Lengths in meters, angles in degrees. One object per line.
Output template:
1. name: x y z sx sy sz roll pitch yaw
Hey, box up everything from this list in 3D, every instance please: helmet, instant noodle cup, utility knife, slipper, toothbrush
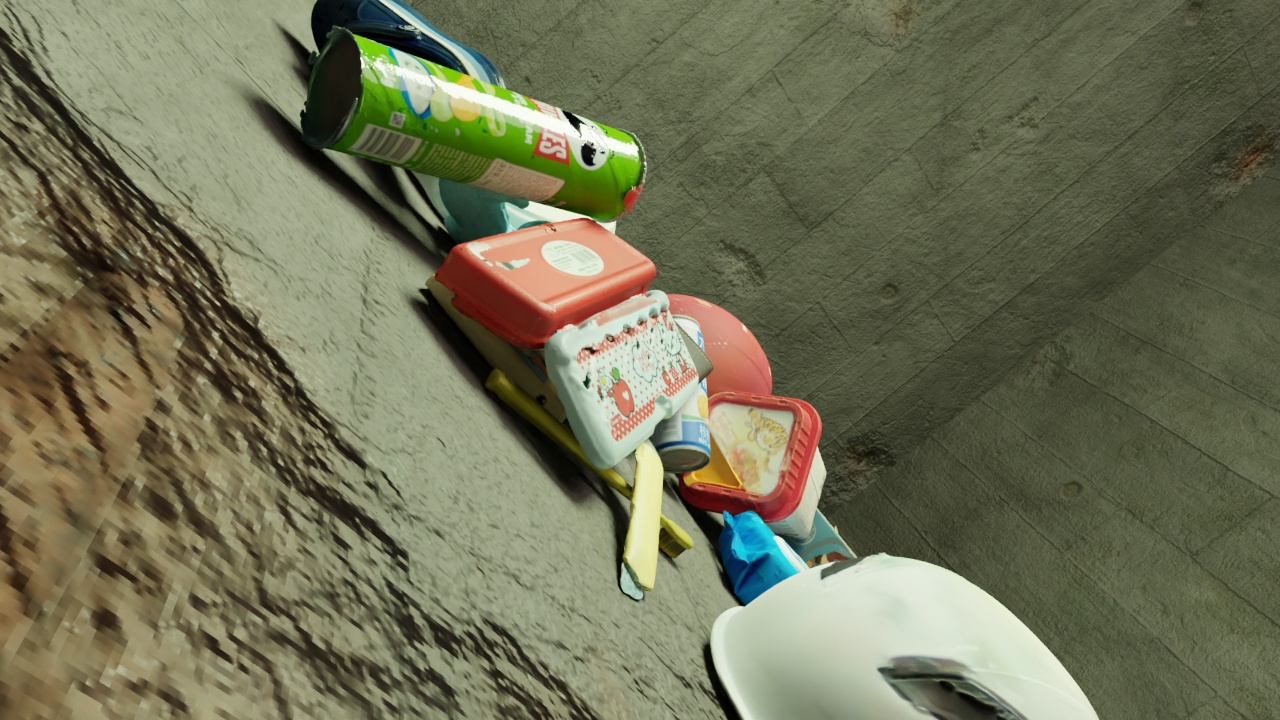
1. helmet: 0.168 0.203 0.517 0.258 0.146 0.229 48 5 -27
2. instant noodle cup: 0.112 0.103 0.843 0.116 0.116 0.124 7 -26 31
3. utility knife: 0.003 0.086 0.525 0.031 0.018 0.167 52 11 -15
4. slipper: -0.198 -0.216 0.718 0.095 0.105 0.253 -16 41 -40
5. toothbrush: -0.027 0.067 0.547 0.190 0.016 0.015 46 8 -34
6. helmet: 0.062 0.002 1.085 0.240 0.144 0.207 49 -3 47

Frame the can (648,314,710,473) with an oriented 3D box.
1. can: 0.032 0.028 0.812 0.053 0.053 0.134 44 38 -52

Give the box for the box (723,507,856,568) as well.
1. box: 0.158 0.193 0.885 0.184 0.090 0.062 51 4 37

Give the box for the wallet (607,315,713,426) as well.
1. wallet: -0.004 0.004 0.755 0.096 0.122 0.020 47 -39 2

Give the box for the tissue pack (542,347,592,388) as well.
1. tissue pack: -0.050 -0.004 0.664 0.133 0.050 0.093 50 6 -1

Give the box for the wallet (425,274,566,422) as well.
1. wallet: -0.083 -0.010 0.574 0.115 0.024 0.087 49 10 -3

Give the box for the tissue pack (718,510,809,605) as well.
1. tissue pack: 0.122 0.192 0.744 0.157 0.052 0.095 49 5 -14

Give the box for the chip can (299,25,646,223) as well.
1. chip can: -0.100 -0.146 0.605 0.235 0.072 0.072 6 39 -47

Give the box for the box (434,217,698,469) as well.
1. box: -0.028 -0.024 0.581 0.161 0.059 0.200 50 23 2

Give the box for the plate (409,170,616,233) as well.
1. plate: -0.108 -0.162 0.837 0.204 0.046 0.204 26 33 -18

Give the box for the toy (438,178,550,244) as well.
1. toy: -0.088 -0.080 0.729 0.156 0.049 0.162 26 -31 8
